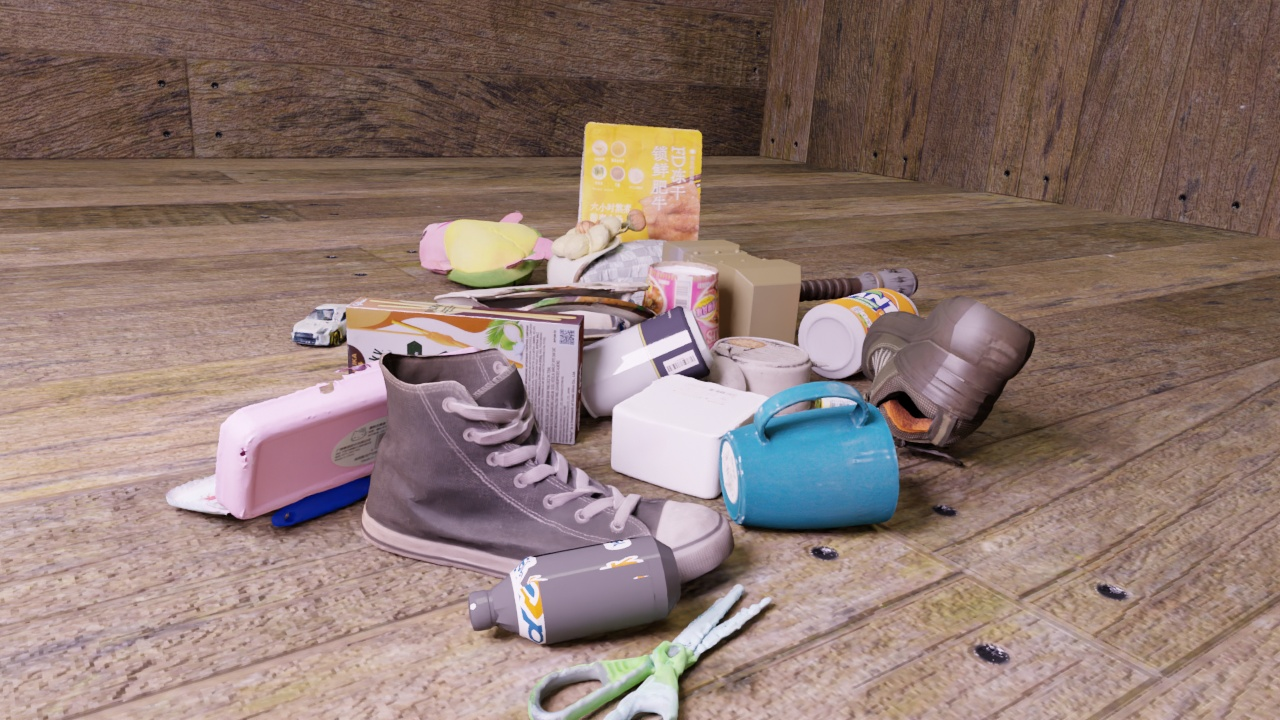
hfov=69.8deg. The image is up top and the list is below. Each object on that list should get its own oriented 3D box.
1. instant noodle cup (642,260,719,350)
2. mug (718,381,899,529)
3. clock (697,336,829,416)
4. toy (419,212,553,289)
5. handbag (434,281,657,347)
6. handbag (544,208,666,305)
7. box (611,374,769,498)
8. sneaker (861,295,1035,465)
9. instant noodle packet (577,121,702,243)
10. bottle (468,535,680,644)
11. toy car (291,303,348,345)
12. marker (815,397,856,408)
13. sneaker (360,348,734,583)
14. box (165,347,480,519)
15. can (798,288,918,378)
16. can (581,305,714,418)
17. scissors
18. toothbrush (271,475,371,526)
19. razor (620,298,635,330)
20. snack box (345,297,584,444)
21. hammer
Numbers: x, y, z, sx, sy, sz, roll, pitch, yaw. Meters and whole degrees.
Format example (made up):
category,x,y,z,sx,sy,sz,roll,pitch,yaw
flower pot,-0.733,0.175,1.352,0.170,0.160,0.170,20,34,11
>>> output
category,x,y,z,sx,sy,sz,roll,pitch,yaw
instant noodle cup,0.040,-0.041,0.926,0.097,0.109,0.097,4,18,-1
mug,0.110,0.062,0.615,0.104,0.112,0.084,-6,37,-7
clock,0.097,0.012,0.848,0.103,0.061,0.156,19,21,40
toy,-0.211,-0.145,1.242,0.239,0.088,0.189,9,37,31
handbag,-0.080,-0.030,0.844,0.200,0.093,0.200,-6,-2,-26
handbag,-0.024,-0.126,1.156,0.171,0.123,0.112,-11,16,-23
box,0.041,0.065,0.712,0.102,0.076,0.107,14,23,26
sneaker,0.228,0.037,0.755,0.101,0.143,0.238,28,-4,0
instant noodle packet,-0.003,-0.208,1.260,0.163,0.222,0.084,2,15,-8
bottle,-0.035,0.124,0.489,0.112,0.047,0.047,-8,20,-12
toy car,-0.332,-0.041,0.983,0.048,0.033,0.105,7,19,6
marker,0.236,0.042,0.852,0.146,0.017,0.017,3,18,-3
sneaker,-0.056,0.065,0.560,0.235,0.120,0.095,11,19,13
box,-0.200,0.058,0.628,0.201,0.150,0.073,-19,73,-49
can,0.236,-0.032,0.981,0.079,0.079,0.142,18,23,38
can,-0.005,0.005,0.792,0.127,0.064,0.064,-23,17,7
scissors,0.012,0.150,0.477,0.078,0.033,0.175,12,15,31
toothbrush,-0.181,0.082,0.649,0.018,0.016,0.182,10,18,35
razor,-0.058,-0.036,1.006,0.142,0.047,0.052,-14,-5,-32
snack box,-0.142,0.008,0.747,0.186,0.101,0.031,5,18,4
hammer,0.203,-0.084,1.104,0.324,0.101,0.190,-6,20,-27
